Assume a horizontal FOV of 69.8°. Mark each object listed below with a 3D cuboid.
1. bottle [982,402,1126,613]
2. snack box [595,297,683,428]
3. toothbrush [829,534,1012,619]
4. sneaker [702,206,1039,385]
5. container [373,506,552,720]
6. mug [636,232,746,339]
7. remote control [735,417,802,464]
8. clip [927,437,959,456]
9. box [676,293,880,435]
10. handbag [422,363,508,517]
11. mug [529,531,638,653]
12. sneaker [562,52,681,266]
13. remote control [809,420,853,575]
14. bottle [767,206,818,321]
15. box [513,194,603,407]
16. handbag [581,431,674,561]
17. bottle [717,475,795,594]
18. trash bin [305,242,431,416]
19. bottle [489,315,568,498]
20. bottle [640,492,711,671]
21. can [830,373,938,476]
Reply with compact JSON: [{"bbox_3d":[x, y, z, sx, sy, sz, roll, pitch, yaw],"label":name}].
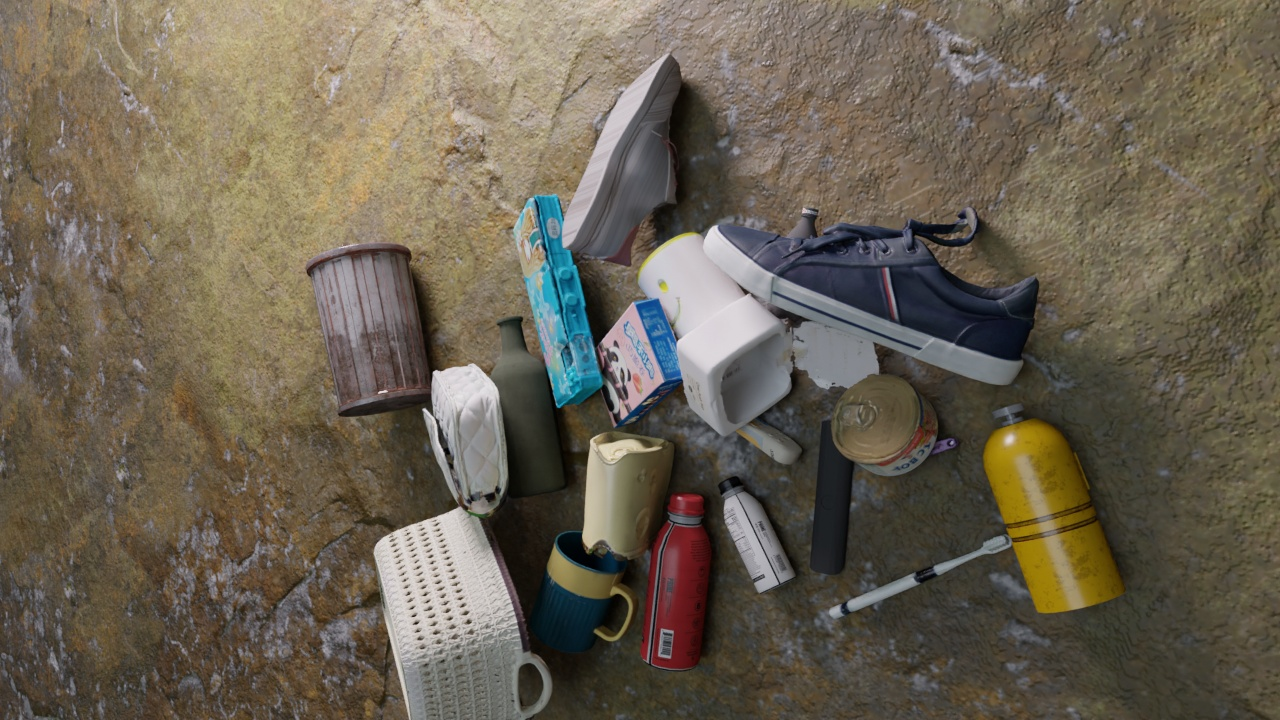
[{"bbox_3d":[0.332,0.116,0.754,0.071,0.071,0.163,-24,77,31],"label":"bottle"},{"bbox_3d":[-0.006,0.006,0.953,0.088,0.033,0.154,69,154,13],"label":"snack box"},{"bbox_3d":[0.250,0.198,0.837,0.187,0.017,0.012,-34,52,29],"label":"toothbrush"},{"bbox_3d":[0.201,-0.089,0.800,0.295,0.120,0.127,21,109,17],"label":"sneaker"},{"bbox_3d":[-0.202,0.281,1.006,0.251,0.143,0.185,-128,34,-50],"label":"container"},{"bbox_3d":[0.058,-0.063,0.927,0.083,0.082,0.106,-44,68,25],"label":"mug"},{"bbox_3d":[0.106,0.063,0.919,0.125,0.038,0.018,34,109,29],"label":"remote control"},{"bbox_3d":[0.261,0.080,0.827,0.052,0.033,0.013,-23,78,31],"label":"clip"},{"bbox_3d":[0.128,-0.001,0.868,0.189,0.111,0.101,-18,48,-1],"label":"box"},{"bbox_3d":[-0.202,0.085,1.042,0.195,0.072,0.139,-153,57,-69],"label":"handbag"},{"bbox_3d":[-0.058,0.261,1.001,0.114,0.083,0.107,27,104,24],"label":"mug"},{"bbox_3d":[0.003,-0.205,0.973,0.236,0.089,0.099,-65,24,-6],"label":"sneaker"},{"bbox_3d":[0.183,0.131,0.882,0.033,0.015,0.147,6,93,33],"label":"remote control"},{"bbox_3d":[0.152,-0.094,0.891,0.036,0.036,0.110,18,100,32],"label":"bottle"},{"bbox_3d":[-0.096,-0.066,1.029,0.094,0.039,0.226,142,116,-63],"label":"box"},{"bbox_3d":[-0.019,0.142,0.959,0.081,0.111,0.119,9,96,12],"label":"handbag"},{"bbox_3d":[0.111,0.171,0.914,0.041,0.041,0.116,-34,72,28],"label":"bottle"},{"bbox_3d":[-0.340,-0.045,1.161,0.131,0.130,0.211,-18,82,32],"label":"trash bin"},{"bbox_3d":[-0.135,0.052,1.059,0.072,0.071,0.206,-15,82,32],"label":"bottle"},{"bbox_3d":[0.039,0.226,0.949,0.062,0.062,0.176,8,94,33],"label":"bottle"},{"bbox_3d":[0.219,0.058,0.825,0.086,0.043,0.086,-23,53,33],"label":"can"}]
